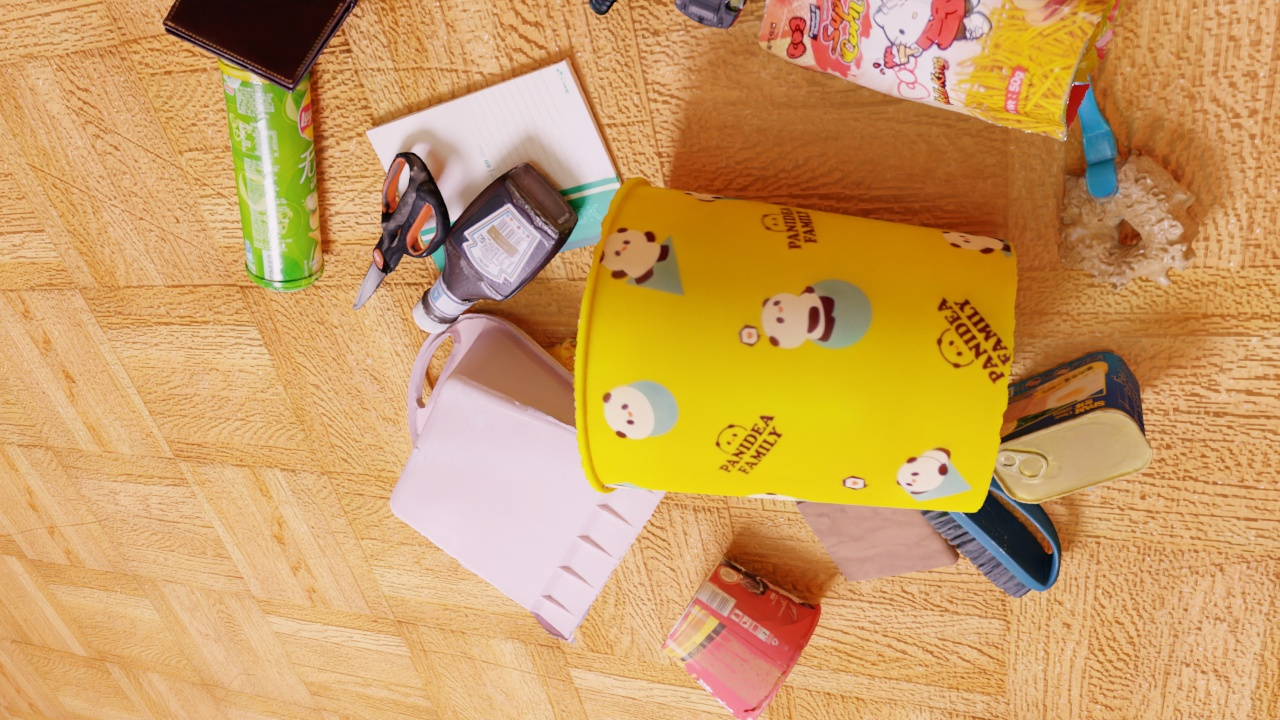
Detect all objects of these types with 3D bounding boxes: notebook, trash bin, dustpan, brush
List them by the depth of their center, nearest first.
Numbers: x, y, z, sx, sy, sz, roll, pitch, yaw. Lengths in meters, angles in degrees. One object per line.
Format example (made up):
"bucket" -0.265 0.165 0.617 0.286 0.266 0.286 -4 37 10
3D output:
"brush" 0.277 -0.155 0.565 0.083 0.045 0.255 -10 114 40
"trash bin" 0.110 -0.003 0.640 0.255 0.228 0.230 7 125 13
"brush" 0.291 0.133 0.750 0.144 0.055 0.074 43 131 -8
"notebook" -0.117 -0.151 0.766 0.210 0.012 0.150 -9 120 29
"dustpan" -0.111 0.084 0.849 0.273 0.138 0.223 32 116 -3

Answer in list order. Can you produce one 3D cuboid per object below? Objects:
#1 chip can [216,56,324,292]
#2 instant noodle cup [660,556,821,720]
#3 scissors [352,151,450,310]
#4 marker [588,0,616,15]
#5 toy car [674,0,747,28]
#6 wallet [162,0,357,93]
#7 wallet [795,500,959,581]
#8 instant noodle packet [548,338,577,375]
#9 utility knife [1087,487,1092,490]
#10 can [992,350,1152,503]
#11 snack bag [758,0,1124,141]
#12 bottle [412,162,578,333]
"chip can" -0.322 -0.164 0.810 0.072 0.072 0.222 20 128 11
"instant noodle cup" 0.094 0.263 0.889 0.108 0.137 0.138 34 130 10
"scissors" -0.222 -0.086 0.824 0.125 0.021 0.235 48 137 23
"marker" 0.004 -0.285 0.611 0.022 0.018 0.131 29 133 -19
"toy car" 0.057 -0.273 0.578 0.053 0.045 0.121 24 135 5
"wallet" -0.298 -0.273 0.718 0.122 0.096 0.020 27 169 7
"wallet" 0.210 0.152 0.825 0.116 0.020 0.101 -25 108 38
"instant noodle packet" -0.074 0.048 0.849 0.129 0.044 0.110 -29 82 35
"utility knife" 0.282 0.064 0.730 0.171 0.013 0.029 27 164 4
"can" 0.308 0.047 0.663 0.102 0.083 0.057 -29 107 37
"snack bag" 0.171 -0.213 0.546 0.208 0.073 0.129 29 132 25
"bottle" -0.135 -0.084 0.786 0.080 0.043 0.195 47 130 -8
